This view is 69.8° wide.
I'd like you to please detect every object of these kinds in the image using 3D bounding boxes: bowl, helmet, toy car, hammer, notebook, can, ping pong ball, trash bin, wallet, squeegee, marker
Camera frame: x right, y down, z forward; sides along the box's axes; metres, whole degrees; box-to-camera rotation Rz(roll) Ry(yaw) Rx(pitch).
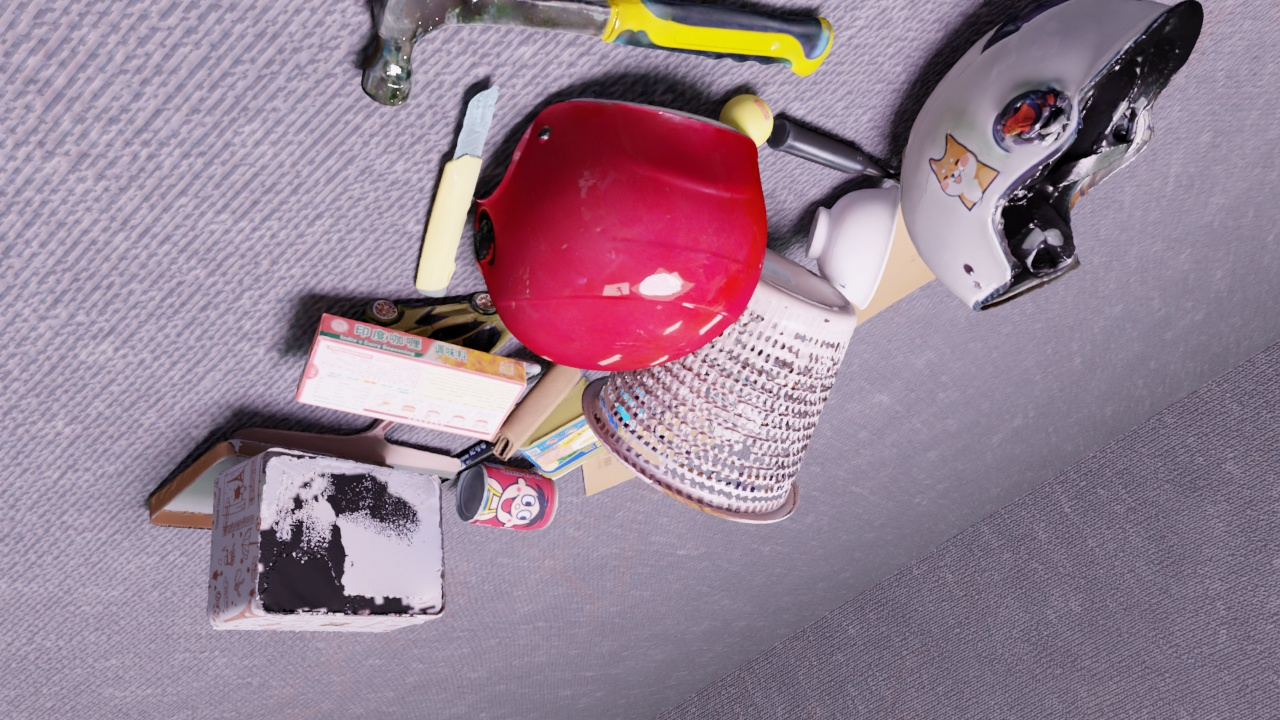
[{"bbox_3d":[0.121,0.035,1.057,0.116,0.066,0.117,-21,151,-13],"label":"bowl"},{"bbox_3d":[-0.014,-0.062,0.671,0.206,0.143,0.241,7,145,-32],"label":"helmet"},{"bbox_3d":[0.313,-0.183,0.763,0.229,0.157,0.275,-17,134,-46],"label":"helmet"},{"bbox_3d":[-0.168,-0.018,0.742,0.157,0.042,0.070,-11,149,-33],"label":"toy car"},{"bbox_3d":[-0.003,-0.211,0.569,0.322,0.032,0.126,-8,147,-33],"label":"hammer"},{"bbox_3d":[0.278,-0.115,1.006,0.149,0.012,0.211,-31,152,3],"label":"notebook"},{"bbox_3d":[-0.144,0.148,0.994,0.093,0.066,0.067,16,131,-36],"label":"can"},{"bbox_3d":[0.079,-0.178,0.687,0.040,0.040,0.040,-21,152,-12],"label":"ping pong ball"},{"bbox_3d":[0.024,0.102,1.147,0.207,0.008,0.148,-22,152,-12],"label":"notebook"},{"bbox_3d":[0.085,0.003,0.832,0.227,0.227,0.192,4,120,-45],"label":"trash bin"},{"bbox_3d":[-0.091,0.036,0.837,0.115,0.033,0.090,-51,-179,-21],"label":"wallet"},{"bbox_3d":[-0.179,0.038,0.797,0.250,0.040,0.247,-25,153,32],"label":"squeegee"},{"bbox_3d":[-0.079,0.067,0.946,0.102,0.057,0.083,-29,150,2],"label":"can"},{"bbox_3d":[0.192,-0.112,0.858,0.065,0.118,0.118,14,146,2],"label":"bowl"},{"bbox_3d":[-0.190,0.110,0.958,0.132,0.020,0.022,-29,166,4],"label":"marker"}]

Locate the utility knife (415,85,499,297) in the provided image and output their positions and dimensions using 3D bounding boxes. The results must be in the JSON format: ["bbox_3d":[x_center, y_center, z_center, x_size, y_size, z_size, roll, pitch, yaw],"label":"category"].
[{"bbox_3d":[-0.130,-0.108,0.643,0.030,0.021,0.207,-13,156,-32],"label":"utility knife"}]

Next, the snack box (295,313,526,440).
[{"bbox_3d":[-0.173,0.016,0.697,0.155,0.027,0.077,15,135,-24],"label":"snack box"}]

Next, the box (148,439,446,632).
[{"bbox_3d":[-0.300,0.159,0.788,0.194,0.156,0.183,-25,152,34],"label":"box"}]

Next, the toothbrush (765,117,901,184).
[{"bbox_3d":[0.183,-0.176,0.800,0.212,0.026,0.027,3,151,-45],"label":"toothbrush"}]

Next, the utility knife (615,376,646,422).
[{"bbox_3d":[-0.006,0.006,0.949,0.034,0.018,0.205,-18,150,-16],"label":"utility knife"}]

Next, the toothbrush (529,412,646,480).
[{"bbox_3d":[-0.091,0.118,1.052,0.221,0.026,0.026,-31,-166,6],"label":"toothbrush"}]
